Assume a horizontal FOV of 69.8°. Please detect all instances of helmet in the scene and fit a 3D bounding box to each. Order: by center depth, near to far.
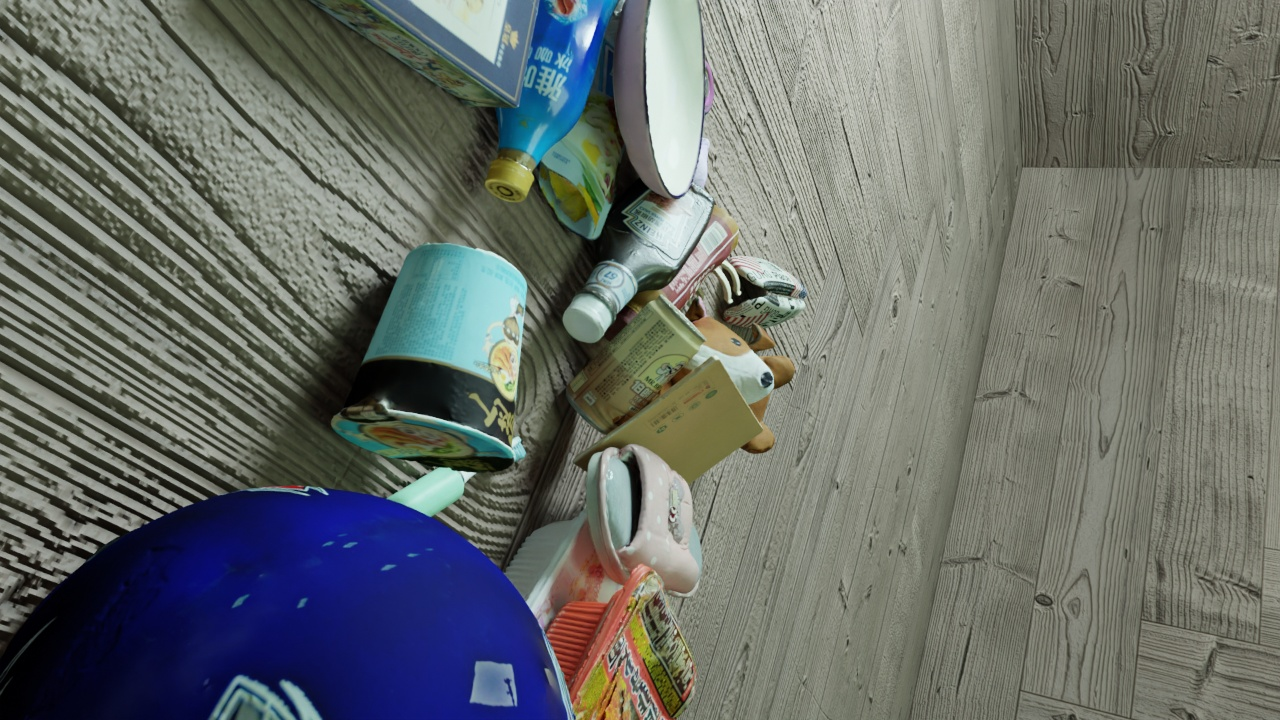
[{"bbox_3d":[-0.148,0.216,0.391,0.246,0.241,0.315,5,94,-51],"label":"helmet"}]

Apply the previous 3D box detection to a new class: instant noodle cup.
[{"bbox_3d":[-0.120,-0.004,0.565,0.111,0.111,0.120,44,50,-56],"label":"instant noodle cup"},{"bbox_3d":[-0.033,0.261,0.679,0.188,0.079,0.165,-59,144,-39],"label":"instant noodle cup"},{"bbox_3d":[-0.077,0.214,0.734,0.173,0.060,0.138,-56,142,-38],"label":"instant noodle cup"}]

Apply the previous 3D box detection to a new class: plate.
[{"bbox_3d":[0.014,-0.229,0.749,0.192,0.039,0.192,4,89,-73],"label":"plate"}]

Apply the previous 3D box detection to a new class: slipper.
[{"bbox_3d":[0.019,0.149,0.801,0.274,0.054,0.114,52,33,-59],"label":"slipper"}]

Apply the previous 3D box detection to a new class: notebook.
[{"bbox_3d":[0.034,0.075,0.836,0.148,0.008,0.207,-36,153,3],"label":"notebook"}]

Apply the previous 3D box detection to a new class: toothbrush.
[{"bbox_3d":[-0.147,0.094,0.612,0.223,0.027,0.027,-31,98,-56],"label":"toothbrush"}]

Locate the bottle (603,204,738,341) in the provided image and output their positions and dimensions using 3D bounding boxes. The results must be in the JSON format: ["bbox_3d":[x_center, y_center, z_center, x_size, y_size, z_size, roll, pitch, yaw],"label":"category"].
[{"bbox_3d":[0.026,-0.078,0.847,0.174,0.057,0.057,-48,137,-35],"label":"bottle"}]

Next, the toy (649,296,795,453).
[{"bbox_3d":[0.086,0.022,0.937,0.199,0.131,0.140,35,66,-48],"label":"toy"}]

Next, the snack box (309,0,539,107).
[{"bbox_3d":[-0.124,-0.271,0.550,0.182,0.046,0.178,21,78,-61],"label":"snack box"}]

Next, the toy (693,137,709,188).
[{"bbox_3d":[0.037,-0.194,0.871,0.108,0.039,0.083,31,69,-58],"label":"toy"}]

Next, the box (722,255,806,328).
[{"bbox_3d":[0.146,-0.087,1.091,0.162,0.076,0.088,3,70,-59],"label":"box"}]

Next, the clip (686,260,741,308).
[{"bbox_3d":[0.075,-0.098,0.938,0.034,0.094,0.103,-38,140,-52],"label":"clip"}]

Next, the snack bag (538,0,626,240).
[{"bbox_3d":[-0.031,-0.202,0.749,0.110,0.039,0.190,50,51,-49],"label":"snack bag"}]

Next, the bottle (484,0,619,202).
[{"bbox_3d":[-0.063,-0.214,0.656,0.065,0.065,0.218,43,60,-56],"label":"bottle"}]

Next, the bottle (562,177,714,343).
[{"bbox_3d":[-0.005,-0.090,0.780,0.194,0.080,0.044,-57,179,-37],"label":"bottle"}]

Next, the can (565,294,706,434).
[{"bbox_3d":[-0.005,0.004,0.764,0.116,0.058,0.058,-45,150,7],"label":"can"}]

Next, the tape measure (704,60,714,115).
[{"bbox_3d":[0.044,-0.259,0.870,0.057,0.039,0.057,53,46,-52],"label":"tape measure"}]
